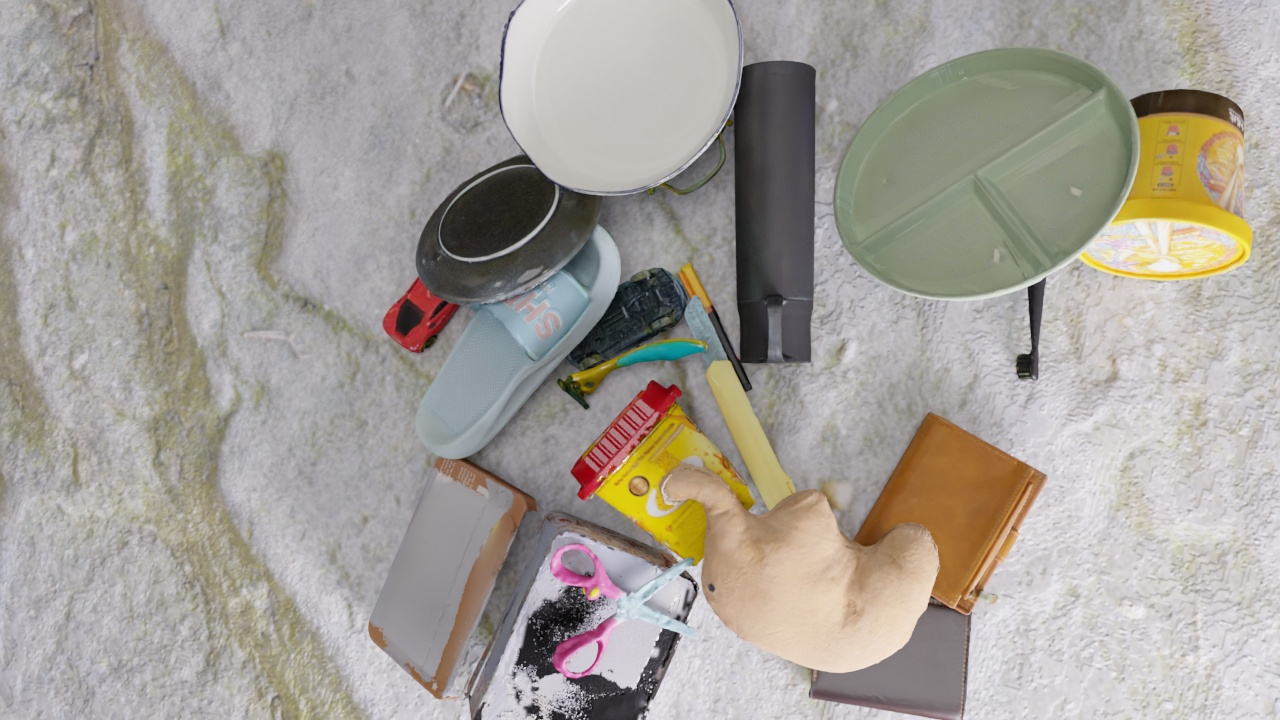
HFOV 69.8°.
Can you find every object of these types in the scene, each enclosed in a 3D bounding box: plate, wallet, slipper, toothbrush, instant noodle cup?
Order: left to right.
[{"bbox_3d":[-0.119,-0.123,0.790,0.180,0.024,0.179,-12,52,15],"label":"plate"},{"bbox_3d":[-0.117,-0.025,0.785,0.245,0.074,0.104,-52,53,4],"label":"slipper"},{"bbox_3d":[-0.015,-0.235,0.754,0.205,0.045,0.205,0,90,18],"label":"plate"},{"bbox_3d":[0.022,0.093,0.748,0.123,0.116,0.116,43,91,0],"label":"instant noodle cup"},{"bbox_3d":[0.203,0.235,0.745,0.122,0.020,0.096,6,79,11],"label":"wallet"},{"bbox_3d":[0.254,0.126,0.738,0.119,0.035,0.130,31,88,15],"label":"wallet"},{"bbox_3d":[0.266,-0.147,0.726,0.231,0.027,0.229,-15,59,26],"label":"plate"},{"bbox_3d":[0.327,-0.089,0.759,0.027,0.026,0.212,1,84,44],"label":"toothbrush"},{"bbox_3d":[0.405,-0.135,0.709,0.118,0.118,0.114,11,77,10],"label":"instant noodle cup"}]

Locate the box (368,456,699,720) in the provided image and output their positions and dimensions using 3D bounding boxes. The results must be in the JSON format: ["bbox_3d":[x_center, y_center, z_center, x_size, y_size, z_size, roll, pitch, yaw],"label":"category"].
[{"bbox_3d":[-0.100,0.203,0.751,0.271,0.132,0.179,23,87,16],"label":"box"}]

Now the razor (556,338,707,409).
[{"bbox_3d":[-0.005,0.005,0.782,0.133,0.043,0.028,-21,52,19],"label":"razor"}]

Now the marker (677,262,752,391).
[{"bbox_3d":[0.065,-0.028,0.797,0.015,0.018,0.124,-28,81,4],"label":"marker"}]

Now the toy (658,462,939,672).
[{"bbox_3d":[0.109,0.158,0.689,0.226,0.082,0.143,21,102,-10],"label":"toy"}]

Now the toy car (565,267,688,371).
[{"bbox_3d":[-0.016,-0.035,0.803,0.121,0.036,0.054,-28,78,15],"label":"toy car"}]

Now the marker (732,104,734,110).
[{"bbox_3d":[0.095,-0.226,0.814,0.132,0.020,0.022,43,86,12],"label":"marker"}]

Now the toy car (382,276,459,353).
[{"bbox_3d":[-0.189,-0.058,0.836,0.049,0.031,0.106,39,89,10],"label":"toy car"}]

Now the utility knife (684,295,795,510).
[{"bbox_3d":[0.084,0.043,0.771,0.031,0.021,0.208,-25,95,9],"label":"utility knife"}]

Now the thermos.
[{"bbox_3d":[0.112,-0.118,0.752,0.068,0.090,0.242,-1,90,4],"label":"thermos"}]

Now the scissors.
[{"bbox_3d":[-0.016,0.190,0.691,0.133,0.017,0.131,28,84,-16],"label":"scissors"}]

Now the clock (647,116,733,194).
[{"bbox_3d":[0.011,-0.216,0.799,0.116,0.056,0.161,-40,80,14],"label":"clock"}]
